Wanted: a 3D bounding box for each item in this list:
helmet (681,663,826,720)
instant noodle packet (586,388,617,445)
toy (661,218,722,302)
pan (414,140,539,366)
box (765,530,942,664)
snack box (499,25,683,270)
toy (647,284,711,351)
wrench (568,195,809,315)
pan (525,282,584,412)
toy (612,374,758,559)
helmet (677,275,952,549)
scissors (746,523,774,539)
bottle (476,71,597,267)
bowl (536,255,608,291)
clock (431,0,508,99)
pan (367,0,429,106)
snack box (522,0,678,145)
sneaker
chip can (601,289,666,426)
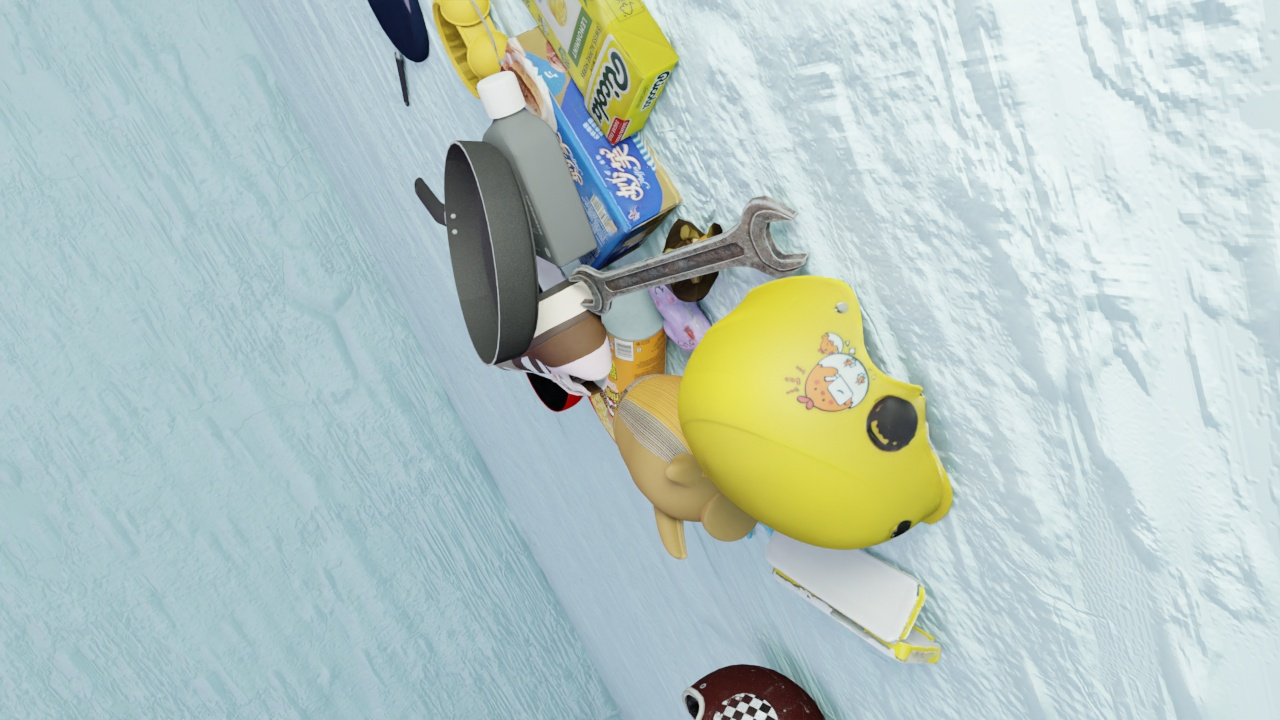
[{"bbox_3d":[0.139,0.553,1.263,0.234,0.252,0.233,12,141,33],"label":"helmet"},{"bbox_3d":[-0.024,0.070,1.288,0.160,0.032,0.221,59,162,1],"label":"instant noodle packet"},{"bbox_3d":[0.051,-0.092,0.805,0.100,0.062,0.076,-23,76,55],"label":"toy"},{"bbox_3d":[-0.169,-0.128,0.899,0.355,0.044,0.204,-133,38,-56],"label":"pan"},{"bbox_3d":[0.213,0.227,0.910,0.080,0.079,0.210,29,177,-28],"label":"box"},{"bbox_3d":[-0.059,-0.202,0.891,0.202,0.069,0.155,58,162,0],"label":"snack box"},{"bbox_3d":[0.035,-0.053,0.933,0.099,0.036,0.080,58,161,-2],"label":"toy"},{"bbox_3d":[0.030,-0.080,0.780,0.274,0.010,0.070,-11,123,48],"label":"wrench"},{"bbox_3d":[-0.139,-0.098,1.271,0.209,0.067,0.357,33,134,55],"label":"pan"},{"bbox_3d":[0.049,0.085,0.960,0.162,0.199,0.203,17,-169,-32],"label":"toy"},{"bbox_3d":[0.120,0.065,0.730,0.240,0.139,0.209,58,162,2],"label":"helmet"},{"bbox_3d":[0.140,0.191,1.089,0.135,0.015,0.136,60,161,16],"label":"scissors"},{"bbox_3d":[-0.103,-0.179,0.853,0.084,0.046,0.174,31,147,53],"label":"bottle"},{"bbox_3d":[-0.078,-0.102,1.108,0.113,0.063,0.114,49,160,25],"label":"bowl"},{"bbox_3d":[-0.184,-0.354,1.013,0.113,0.052,0.152,62,166,-10],"label":"clock"},{"bbox_3d":[-0.358,-0.475,1.325,0.198,0.021,0.357,55,162,12],"label":"pan"},{"bbox_3d":[-0.046,-0.285,0.763,0.181,0.045,0.121,58,162,3],"label":"snack box"},{"bbox_3d":[-0.095,-0.009,1.022,0.116,0.111,0.294,60,158,-4],"label":"sneaker"},{"bbox_3d":[-0.006,0.006,1.071,0.075,0.075,0.215,49,160,27],"label":"chip can"}]
